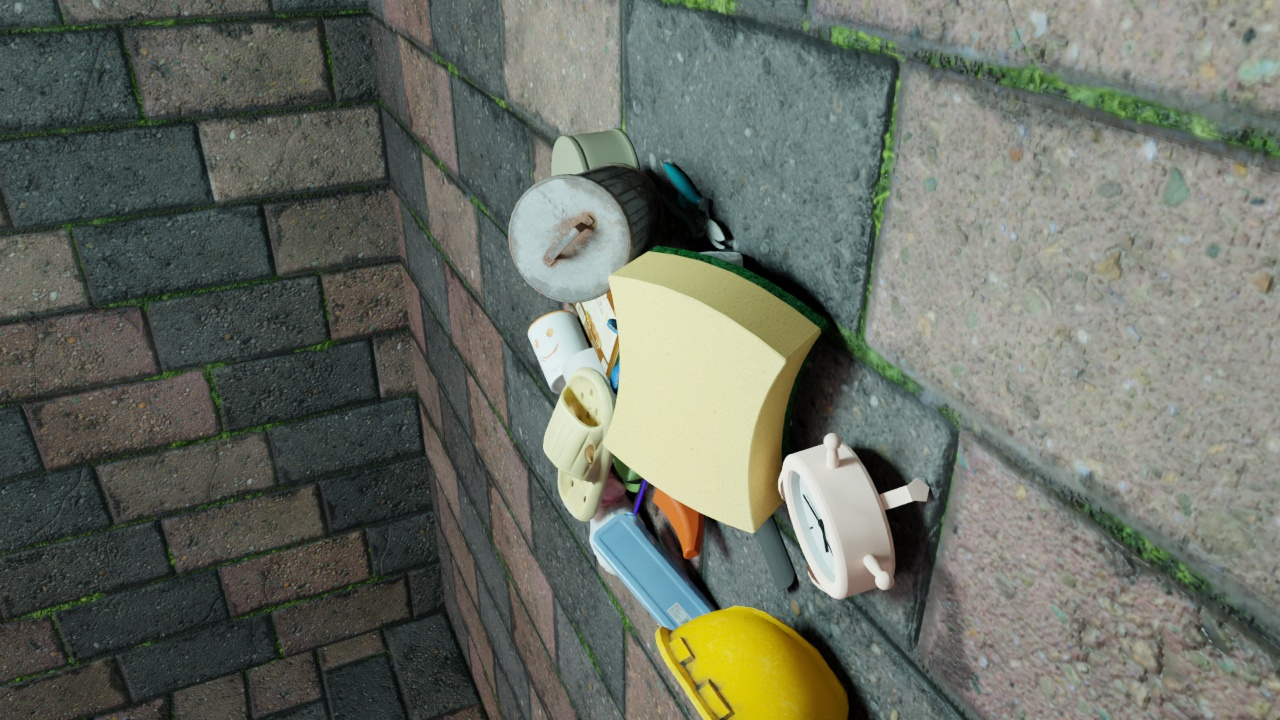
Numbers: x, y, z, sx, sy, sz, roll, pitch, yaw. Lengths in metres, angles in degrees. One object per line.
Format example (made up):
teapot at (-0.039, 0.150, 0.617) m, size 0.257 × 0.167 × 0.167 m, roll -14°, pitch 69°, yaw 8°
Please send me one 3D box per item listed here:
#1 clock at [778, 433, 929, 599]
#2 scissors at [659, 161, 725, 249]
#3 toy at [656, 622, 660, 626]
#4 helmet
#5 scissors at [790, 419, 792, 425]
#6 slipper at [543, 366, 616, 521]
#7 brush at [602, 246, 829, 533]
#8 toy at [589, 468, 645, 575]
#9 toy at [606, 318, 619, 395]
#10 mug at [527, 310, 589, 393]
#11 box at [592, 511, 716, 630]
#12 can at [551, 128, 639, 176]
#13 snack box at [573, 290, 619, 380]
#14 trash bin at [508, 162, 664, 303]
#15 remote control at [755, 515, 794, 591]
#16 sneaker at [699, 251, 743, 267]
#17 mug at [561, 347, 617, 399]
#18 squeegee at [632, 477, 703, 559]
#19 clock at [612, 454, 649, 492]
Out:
clock at (0.181, 0.137, 0.808) m, size 0.161 × 0.086 × 0.131 m, roll 116°, pitch 137°, yaw -71°
scissors at (0.055, -0.172, 1.005) m, size 0.131 × 0.019 × 0.149 m, roll 159°, pitch 99°, yaw -69°
toy at (0.043, 0.360, 1.289) m, size 0.084 × 0.046 × 0.103 m, roll -116°, pitch 27°, yaw -63°
helmet at (0.136, 0.345, 0.932) m, size 0.255 × 0.131 × 0.205 m, roll 52°, pitch 178°, yaw 36°
scissors at (0.120, 0.012, 0.953) m, size 0.120 × 0.015 × 0.138 m, roll -175°, pitch 79°, yaw -67°
slipper at (-0.094, 0.122, 1.249) m, size 0.111 × 0.079 × 0.262 m, roll 48°, pitch 142°, yaw 40°
brush at (0.063, 0.028, 0.902) m, size 0.195 × 0.075 × 0.251 m, roll 28°, pitch 134°, yaw 28°
toy at (-0.046, 0.230, 1.371) m, size 0.142 × 0.084 × 0.213 m, roll 93°, pitch 155°, yaw -63°
toy at (-0.007, 0.007, 1.174) m, size 0.113 × 0.070 × 0.177 m, roll 51°, pitch 154°, yaw 12°
mug at (-0.120, -0.013, 1.430) m, size 0.105 × 0.082 × 0.082 m, roll 65°, pitch 155°, yaw 25°
box at (0.023, 0.298, 1.211) m, size 0.210 × 0.072 × 0.079 m, roll 46°, pitch 160°, yaw 23°
can at (-0.058, -0.228, 1.175) m, size 0.128 × 0.073 × 0.128 m, roll 167°, pitch 90°, yaw -68°
snack box at (-0.040, -0.071, 1.257) m, size 0.147 × 0.041 × 0.143 m, roll 111°, pitch 141°, yaw -54°
trash bin at (-0.053, -0.146, 1.006) m, size 0.210 × 0.131 × 0.131 m, roll -53°, pitch -41°, yaw -69°
remote control at (0.133, 0.180, 1.006) m, size 0.033 × 0.015 × 0.146 m, roll 124°, pitch 130°, yaw -61°
sneaker at (0.044, -0.067, 1.002) m, size 0.236 × 0.089 × 0.087 m, roll 175°, pitch 87°, yaw -74°
mug at (-0.057, 0.048, 1.333) m, size 0.112 × 0.078 × 0.096 m, roll 58°, pitch -172°, yaw -65°
squeegee at (0.046, 0.173, 1.158) m, size 0.184 × 0.055 × 0.250 m, roll -105°, pitch 25°, yaw -50°
clock at (-0.012, 0.131, 1.297) m, size 0.120 × 0.042 × 0.094 m, roll 106°, pitch 146°, yaw -50°
